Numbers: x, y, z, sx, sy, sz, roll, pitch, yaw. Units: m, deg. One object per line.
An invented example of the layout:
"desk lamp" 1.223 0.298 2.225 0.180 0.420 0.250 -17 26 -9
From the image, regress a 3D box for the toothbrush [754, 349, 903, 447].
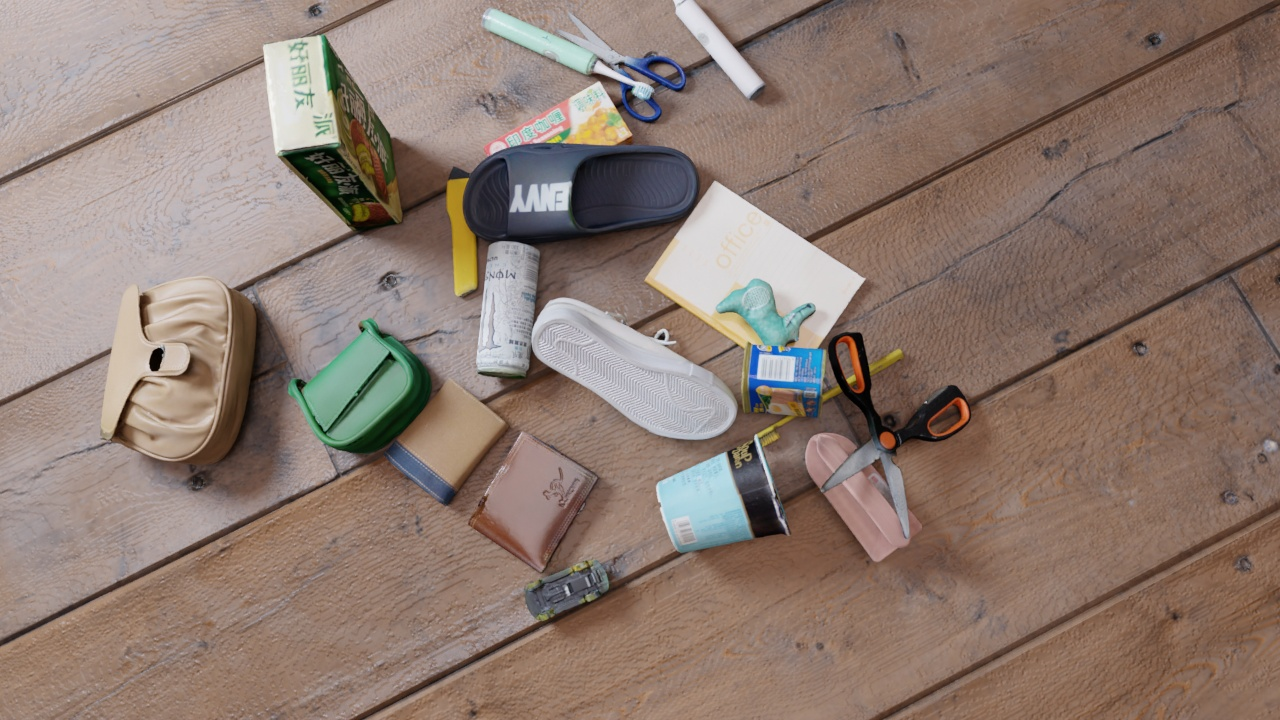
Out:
"toothbrush" 0.211 0.042 1.018 0.190 0.016 0.016 -31 87 -4

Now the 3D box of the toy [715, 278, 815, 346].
"toy" 0.144 -0.050 1.016 0.096 0.030 0.092 -34 88 -10

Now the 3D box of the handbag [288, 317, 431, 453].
"handbag" -0.305 0.030 1.007 0.131 0.068 0.120 -42 76 -4

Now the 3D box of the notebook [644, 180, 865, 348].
"notebook" 0.129 -0.091 1.041 0.206 0.010 0.145 35 85 5

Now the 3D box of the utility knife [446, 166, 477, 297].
"utility knife" -0.205 -0.148 1.053 0.033 0.015 0.153 -4 82 7

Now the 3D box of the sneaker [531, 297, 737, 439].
"sneaker" -0.006 0.006 1.003 0.242 0.090 0.090 28 113 -13

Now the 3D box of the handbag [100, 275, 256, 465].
"handbag" -0.503 0.008 0.992 0.148 0.100 0.204 1 78 5

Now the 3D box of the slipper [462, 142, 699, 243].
"slipper" -0.062 -0.190 1.005 0.268 0.083 0.111 -6 97 -8

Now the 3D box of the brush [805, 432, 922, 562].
"brush" 0.230 0.138 0.975 0.063 0.073 0.145 -36 81 -4

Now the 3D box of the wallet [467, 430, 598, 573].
"wallet" -0.116 0.153 1.000 0.101 0.032 0.124 31 84 3

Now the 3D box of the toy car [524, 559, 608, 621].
"toy car" -0.078 0.245 0.982 0.091 0.036 0.043 -21 83 -3

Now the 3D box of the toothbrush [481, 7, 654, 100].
"toothbrush" -0.084 -0.356 1.068 0.224 0.026 0.027 26 72 8

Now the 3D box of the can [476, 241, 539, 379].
"can" -0.147 -0.055 1.016 0.058 0.058 0.146 5 82 2

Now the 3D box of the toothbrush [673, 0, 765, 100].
"toothbrush" 0.069 -0.396 1.078 0.221 0.027 0.026 52 44 7

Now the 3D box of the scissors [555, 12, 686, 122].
"scissors" -0.031 -0.343 1.081 0.171 0.012 0.140 7 82 4

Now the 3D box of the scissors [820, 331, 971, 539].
"scissors" 0.262 0.070 0.969 0.220 0.022 0.234 -11 71 -24

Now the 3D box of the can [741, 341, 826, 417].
"can" 0.152 0.022 0.971 0.083 0.102 0.057 4 69 10

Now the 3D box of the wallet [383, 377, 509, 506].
"wallet" -0.213 0.089 1.011 0.090 0.033 0.115 38 83 3

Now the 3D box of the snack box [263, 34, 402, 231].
"snack box" -0.313 -0.225 0.952 0.063 0.240 0.114 -10 81 -2

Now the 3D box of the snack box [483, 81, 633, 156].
"snack box" -0.094 -0.249 1.059 0.155 0.027 0.077 -31 83 -4

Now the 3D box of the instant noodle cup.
"instant noodle cup" 0.084 0.148 0.966 0.120 0.111 0.111 -19 82 7
